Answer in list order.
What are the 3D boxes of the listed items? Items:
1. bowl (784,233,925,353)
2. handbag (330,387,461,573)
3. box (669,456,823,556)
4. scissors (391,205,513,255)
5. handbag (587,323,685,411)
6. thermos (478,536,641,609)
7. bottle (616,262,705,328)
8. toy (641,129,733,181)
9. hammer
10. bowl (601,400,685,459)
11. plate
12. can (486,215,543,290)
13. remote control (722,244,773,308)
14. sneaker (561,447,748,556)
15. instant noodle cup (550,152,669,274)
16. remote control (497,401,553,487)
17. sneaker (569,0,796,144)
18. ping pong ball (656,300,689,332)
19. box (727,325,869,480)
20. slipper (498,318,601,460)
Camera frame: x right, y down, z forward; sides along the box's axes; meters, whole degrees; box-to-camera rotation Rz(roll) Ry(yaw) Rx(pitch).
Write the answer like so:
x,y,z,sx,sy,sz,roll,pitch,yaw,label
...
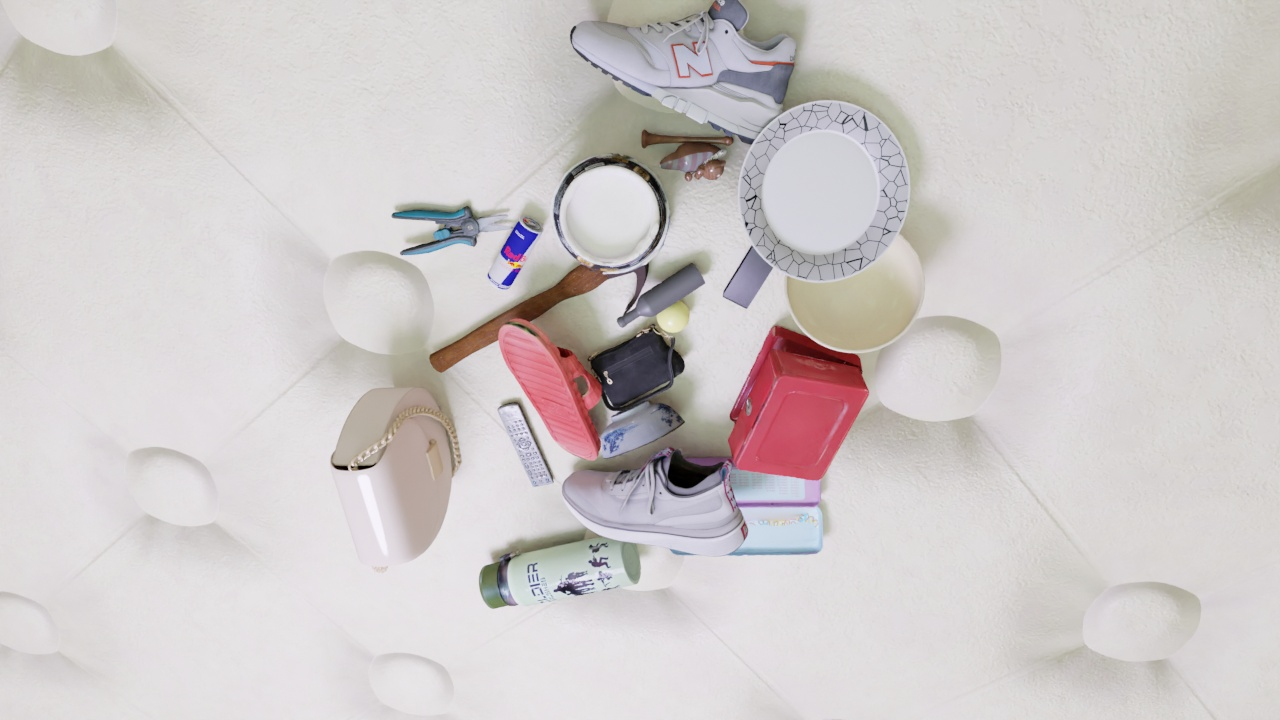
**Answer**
x,y,z,sx,sy,sz,roll,pitch,yaw,label
0.236,-0.078,1.033,0.151,0.075,0.150,-1,84,7,bowl
-0.319,0.144,1.181,0.103,0.208,0.211,-2,117,11,handbag
0.137,0.199,1.241,0.214,0.034,0.151,-2,111,10,box
-0.234,-0.157,1.109,0.123,0.019,0.148,43,111,-10,scissors
-0.007,0.007,1.146,0.129,0.054,0.079,-28,107,24,handbag
-0.120,0.301,1.316,0.232,0.082,0.082,-15,116,17,thermos
0.021,-0.073,1.085,0.113,0.030,0.030,-33,111,-1,bottle
0.052,-0.226,1.014,0.102,0.041,0.055,1,97,-1,toy
-0.133,-0.063,1.140,0.324,0.033,0.115,-27,110,22,hammer
-0.004,0.081,1.163,0.114,0.114,0.045,-24,92,20,bowl
0.194,-0.178,0.978,0.188,0.016,0.189,-2,101,-8,plate
-0.152,-0.128,1.104,0.032,0.032,0.095,31,119,-9,can
0.146,-0.127,1.069,0.034,0.013,0.150,27,120,-6,remote control
0.010,0.163,1.182,0.263,0.096,0.129,8,117,27,sneaker
-0.034,-0.158,1.001,0.137,0.112,0.137,0,100,0,instant noodle cup
-0.156,0.116,1.252,0.033,0.013,0.136,-13,116,15,remote control
0.057,-0.323,0.941,0.239,0.088,0.124,24,116,-14,sneaker
0.040,-0.054,1.111,0.040,0.040,0.040,4,119,7,ping pong ball
0.189,0.061,1.116,0.134,0.110,0.158,16,120,-6,box
-0.098,0.032,1.154,0.104,0.059,0.249,15,145,33,slipper
